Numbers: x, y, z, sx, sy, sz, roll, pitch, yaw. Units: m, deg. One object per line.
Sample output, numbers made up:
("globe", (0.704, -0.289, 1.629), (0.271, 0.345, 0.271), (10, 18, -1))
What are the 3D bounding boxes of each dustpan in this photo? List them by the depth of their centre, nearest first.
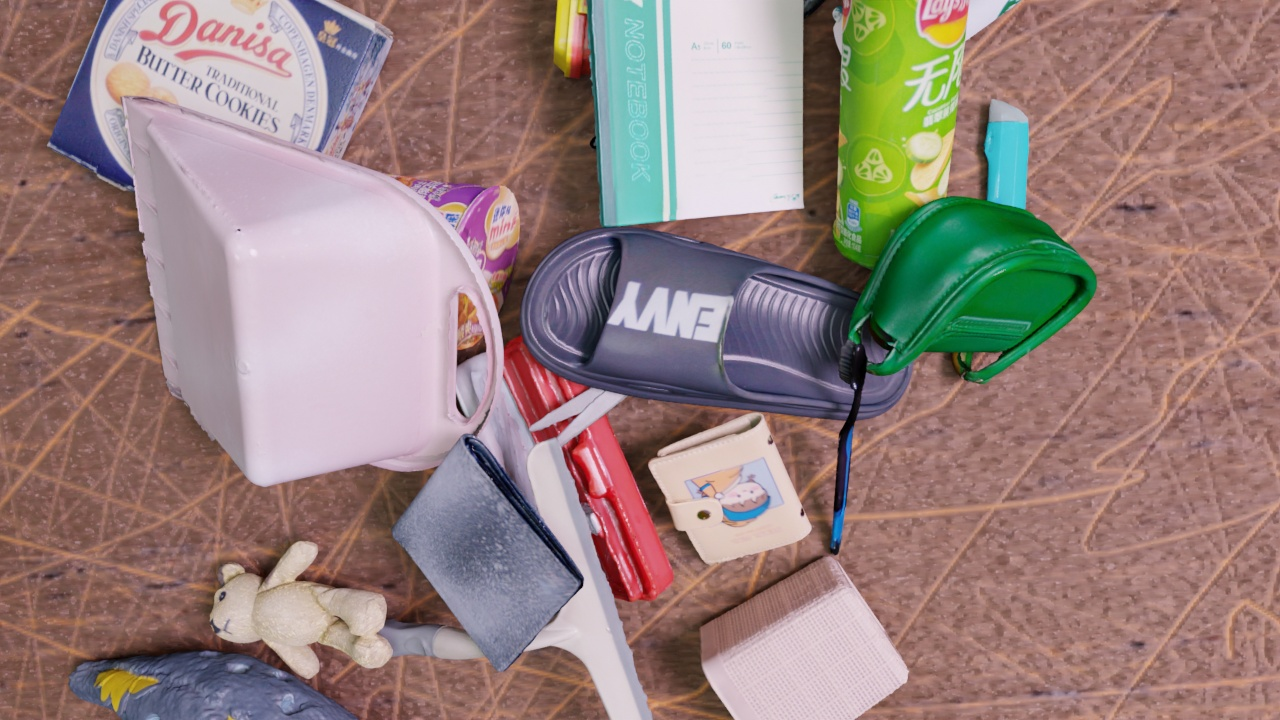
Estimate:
("dustpan", (-0.218, -0.035, 0.602), (0.273, 0.138, 0.223), (38, 130, 39))

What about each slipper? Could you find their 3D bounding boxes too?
("slipper", (0.061, -0.025, 0.578), (0.268, 0.083, 0.110), (11, 81, -12))

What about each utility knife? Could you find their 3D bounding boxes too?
("utility knife", (0.244, -0.093, 0.619), (0.029, 0.013, 0.161), (1, 99, 9))

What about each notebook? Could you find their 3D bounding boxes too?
("notebook", (0.038, -0.195, 0.579), (0.150, 0.012, 0.209), (-9, 106, -22))

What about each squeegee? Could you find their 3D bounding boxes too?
("squeegee", (-0.123, 0.187, 0.623), (0.247, 0.039, 0.246), (-11, 102, 32))

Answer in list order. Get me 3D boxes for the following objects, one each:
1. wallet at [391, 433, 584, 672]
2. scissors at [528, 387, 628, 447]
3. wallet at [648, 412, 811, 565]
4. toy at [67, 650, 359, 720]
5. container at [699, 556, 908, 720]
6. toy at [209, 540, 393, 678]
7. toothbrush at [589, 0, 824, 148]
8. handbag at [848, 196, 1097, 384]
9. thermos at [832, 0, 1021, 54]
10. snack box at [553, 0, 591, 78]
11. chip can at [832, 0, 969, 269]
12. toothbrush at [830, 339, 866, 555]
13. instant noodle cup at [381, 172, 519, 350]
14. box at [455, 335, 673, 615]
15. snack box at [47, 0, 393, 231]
("wallet", (-0.097, 0.119, 0.567), (0.121, 0.019, 0.097), (48, 119, 17))
("scissors", (0.006, 0.015, 0.612), (0.128, 0.012, 0.173), (31, 70, -14))
("wallet", (0.060, 0.092, 0.627), (0.087, 0.024, 0.115), (-22, 127, 8))
("toy", (-0.267, 0.279, 0.655), (0.356, 0.091, 0.138), (24, 135, 8))
("container", (0.111, 0.202, 0.628), (0.111, 0.090, 0.090), (-34, 92, 5))
("toy", (-0.242, 0.185, 0.656), (0.157, 0.066, 0.105), (2, 104, 26))
("toothbrush", (0.045, -0.198, 0.625), (0.189, 0.016, 0.014), (-31, 96, 9))
("handbag", (0.204, -0.036, 0.567), (0.068, 0.131, 0.120), (58, 134, 37))
("thermos", (0.219, -0.245, 0.547), (0.225, 0.073, 0.073), (-33, 93, 29))
("snack box", (-0.014, -0.231, 0.595), (0.080, 0.082, 0.091), (5, 98, -5))
("chip can", (0.152, -0.157, 0.541), (0.072, 0.072, 0.222), (-4, 129, 6))
("toothbrush", (0.133, 0.063, 0.603), (0.016, 0.014, 0.190), (32, 141, 37))
("instant noodle cup", (-0.148, -0.074, 0.615), (0.099, 0.111, 0.111), (17, 98, 10))
("box", (-0.065, 0.086, 0.627), (0.091, 0.095, 0.201), (-26, 95, -31))
("snack box", (-0.293, -0.188, 0.642), (0.178, 0.045, 0.182), (27, 99, 1))
